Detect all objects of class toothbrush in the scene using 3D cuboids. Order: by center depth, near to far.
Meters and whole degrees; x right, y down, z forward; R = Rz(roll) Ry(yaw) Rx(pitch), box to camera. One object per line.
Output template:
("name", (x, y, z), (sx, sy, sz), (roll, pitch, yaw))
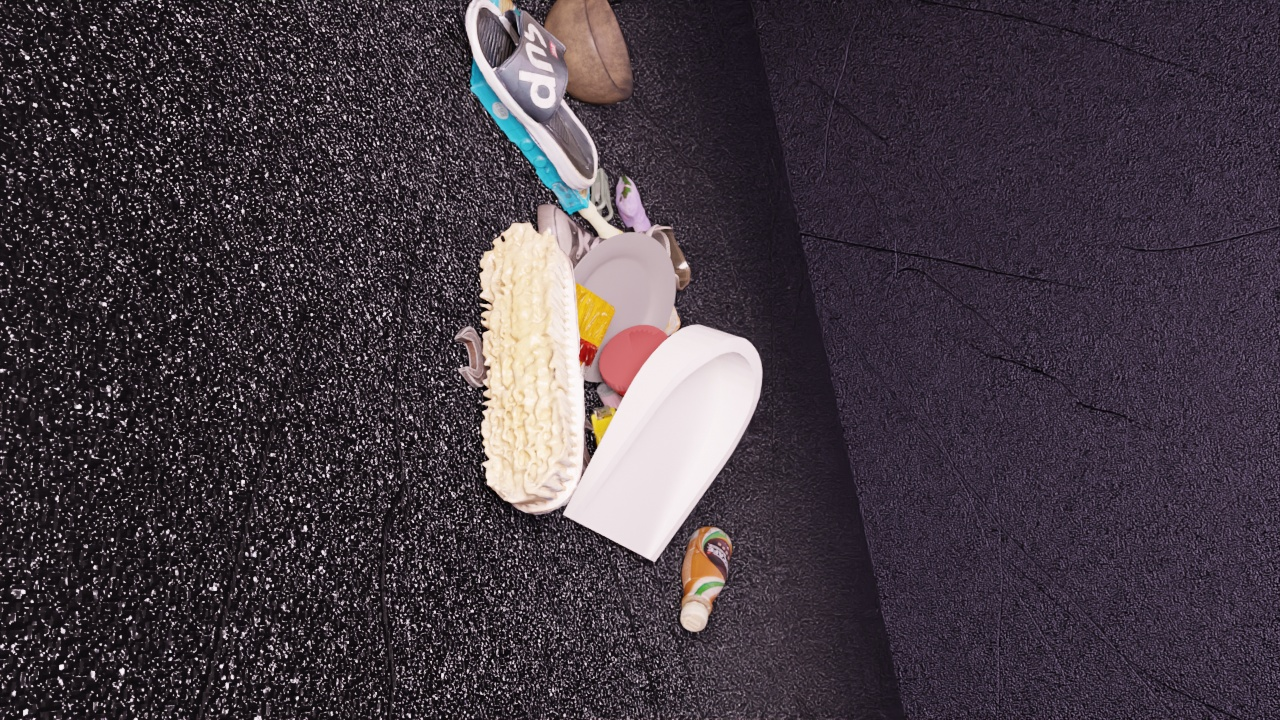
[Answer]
("toothbrush", (0.001, 0.116, 1.138), (0.027, 0.027, 0.223), (-44, 126, -29))

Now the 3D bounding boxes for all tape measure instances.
("tape measure", (-0.027, 0.093, 1.050), (0.071, 0.042, 0.072), (43, 32, -70))

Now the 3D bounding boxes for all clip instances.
("clip", (-0.054, -0.225, 1.243), (0.037, 0.023, 0.075), (46, 32, -52))

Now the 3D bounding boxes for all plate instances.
("plate", (-0.029, -0.060, 1.042), (0.178, 0.012, 0.179), (-23, 127, -35))

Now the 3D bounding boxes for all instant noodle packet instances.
("instant noodle packet", (-0.076, -0.029, 0.947), (0.098, 0.040, 0.135), (-62, 155, 0))

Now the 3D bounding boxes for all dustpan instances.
("dustpan", (0.045, 0.088, 1.004), (0.191, 0.053, 0.257), (41, 73, -52))

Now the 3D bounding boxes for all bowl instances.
("bowl", (-0.074, -0.428, 1.260), (0.162, 0.070, 0.162), (-14, 90, -71))

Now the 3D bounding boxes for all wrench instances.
("wrench", (-0.105, 0.046, 0.912), (0.273, 0.010, 0.070), (47, 33, -54))

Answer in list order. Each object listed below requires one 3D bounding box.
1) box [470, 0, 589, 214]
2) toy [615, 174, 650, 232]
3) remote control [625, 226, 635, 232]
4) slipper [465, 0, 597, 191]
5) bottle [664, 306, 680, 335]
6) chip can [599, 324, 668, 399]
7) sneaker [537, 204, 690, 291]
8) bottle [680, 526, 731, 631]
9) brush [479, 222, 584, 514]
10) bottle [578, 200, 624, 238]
("box", (-0.124, -0.310, 1.091), (0.227, 0.039, 0.181), (49, 34, -51))
("toy", (-0.013, -0.221, 1.338), (0.080, 0.036, 0.100), (-100, 168, -46))
("remote control", (0.004, -0.119, 1.332), (0.047, 0.022, 0.150), (-77, 149, -55))
("slipper", (-0.100, -0.292, 0.998), (0.264, 0.063, 0.111), (54, 31, -51))
("bottle", (0.022, -0.058, 1.265), (0.109, 0.063, 0.063), (10, 67, -67))
("chip can", (0.031, 0.054, 1.091), (0.213, 0.087, 0.086), (57, 26, -47))
("sneaker", (-0.032, -0.128, 1.082), (0.234, 0.120, 0.095), (39, 40, -56))
("bottle", (0.080, 0.283, 1.185), (0.166, 0.059, 0.059), (-64, 135, -62))
("brush", (-0.097, 0.002, 0.821), (0.056, 0.083, 0.270), (44, 36, -56))
("bottle", (-0.030, -0.153, 1.224), (0.184, 0.045, 0.045), (46, 34, -43))
